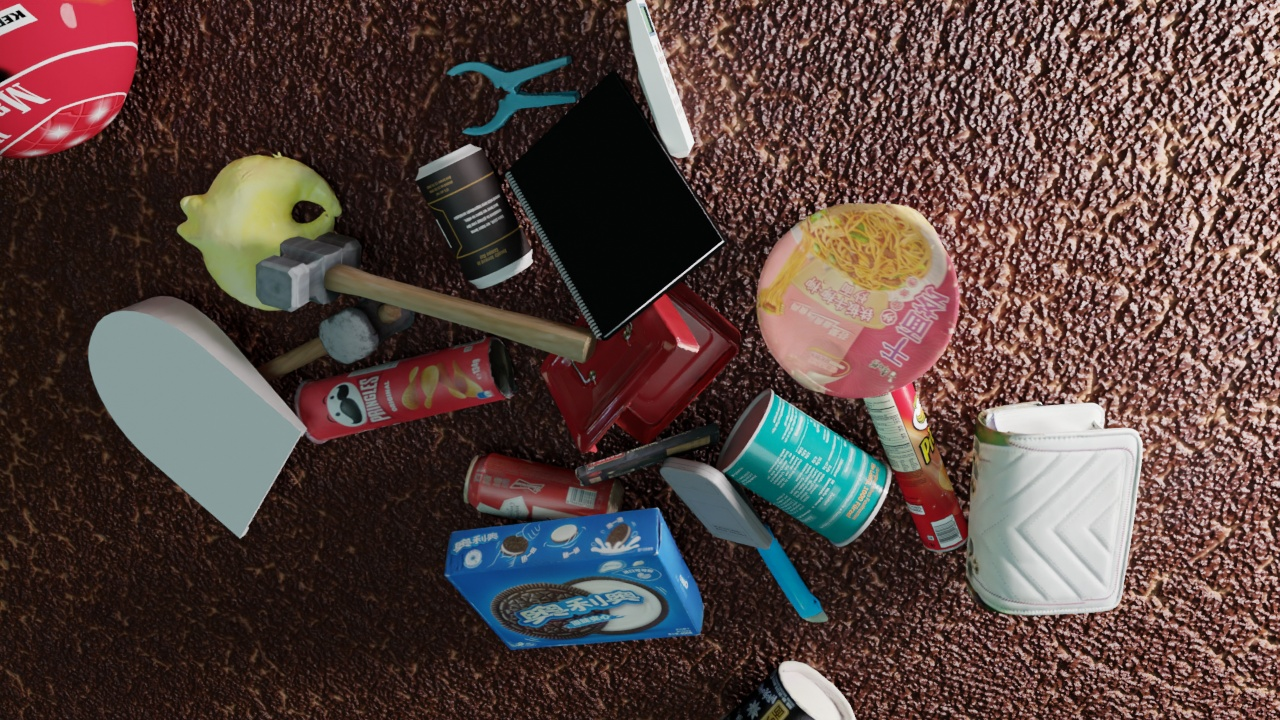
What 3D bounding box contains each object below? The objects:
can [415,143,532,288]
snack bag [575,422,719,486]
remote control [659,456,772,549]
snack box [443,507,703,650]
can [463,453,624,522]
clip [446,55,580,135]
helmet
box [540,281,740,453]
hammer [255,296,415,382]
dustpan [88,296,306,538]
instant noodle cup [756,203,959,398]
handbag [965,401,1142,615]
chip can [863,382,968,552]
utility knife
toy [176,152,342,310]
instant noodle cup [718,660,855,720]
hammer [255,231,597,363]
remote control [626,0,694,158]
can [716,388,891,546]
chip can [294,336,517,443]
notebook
[{"bbox_3d":[-0.162,-0.141,0.902,0.072,0.071,0.128,-20,108,17],"label":"can"},{"bbox_3d":[0.009,0.099,0.950,0.155,0.075,0.018,-19,76,-3],"label":"snack bag"},{"bbox_3d":[0.079,0.148,0.962,0.074,0.019,0.151,6,146,40],"label":"remote control"},{"bbox_3d":[-0.067,0.246,1.012,0.239,0.056,0.196,-9,138,14],"label":"snack box"},{"bbox_3d":[-0.106,0.148,1.014,0.170,0.067,0.067,12,114,5],"label":"can"},{"bbox_3d":[-0.130,-0.273,0.869,0.130,0.031,0.121,-28,101,19],"label":"clip"},{"bbox_3d":[-0.595,-0.300,0.845,0.272,0.197,0.225,-19,108,25],"label":"helmet"},{"bbox_3d":[0.006,-0.002,0.922,0.158,0.155,0.147,-48,56,25],"label":"box"},{"bbox_3d":[-0.389,0.004,1.001,0.329,0.097,0.052,-22,105,24],"label":"hammer"},{"bbox_3d":[-0.492,0.045,1.021,0.258,0.053,0.192,40,120,2],"label":"dustpan"},{"bbox_3d":[0.201,-0.060,0.860,0.179,0.077,0.179,3,103,13],"label":"instant noodle cup"},{"bbox_3d":[0.395,0.145,0.906,0.142,0.096,0.199,-2,110,1],"label":"handbag"},{"bbox_3d":[0.277,0.094,0.934,0.052,0.051,0.215,-21,107,17],"label":"chip can"},{"bbox_3d":[0.148,0.211,1.025,0.031,0.015,0.225,-26,109,17],"label":"utility knife"},{"bbox_3d":[-0.393,-0.134,0.949,0.154,0.064,0.171,12,113,-15],"label":"toy"},{"bbox_3d":[0.172,0.420,1.050,0.137,0.137,0.112,31,104,-4],"label":"instant noodle cup"},{"bbox_3d":[-0.199,-0.054,0.878,0.323,0.117,0.051,15,115,10],"label":"hammer"},{"bbox_3d":[0.014,-0.254,0.836,0.024,0.049,0.143,-17,108,15],"label":"remote control"},{"bbox_3d":[0.165,0.109,0.933,0.144,0.099,0.099,32,114,-4],"label":"can"},{"bbox_3d":[-0.252,0.032,0.990,0.233,0.073,0.073,-13,109,14],"label":"chip can"},{"bbox_3d":[-0.030,-0.143,0.850,0.149,0.016,0.206,-38,68,21],"label":"notebook"}]
